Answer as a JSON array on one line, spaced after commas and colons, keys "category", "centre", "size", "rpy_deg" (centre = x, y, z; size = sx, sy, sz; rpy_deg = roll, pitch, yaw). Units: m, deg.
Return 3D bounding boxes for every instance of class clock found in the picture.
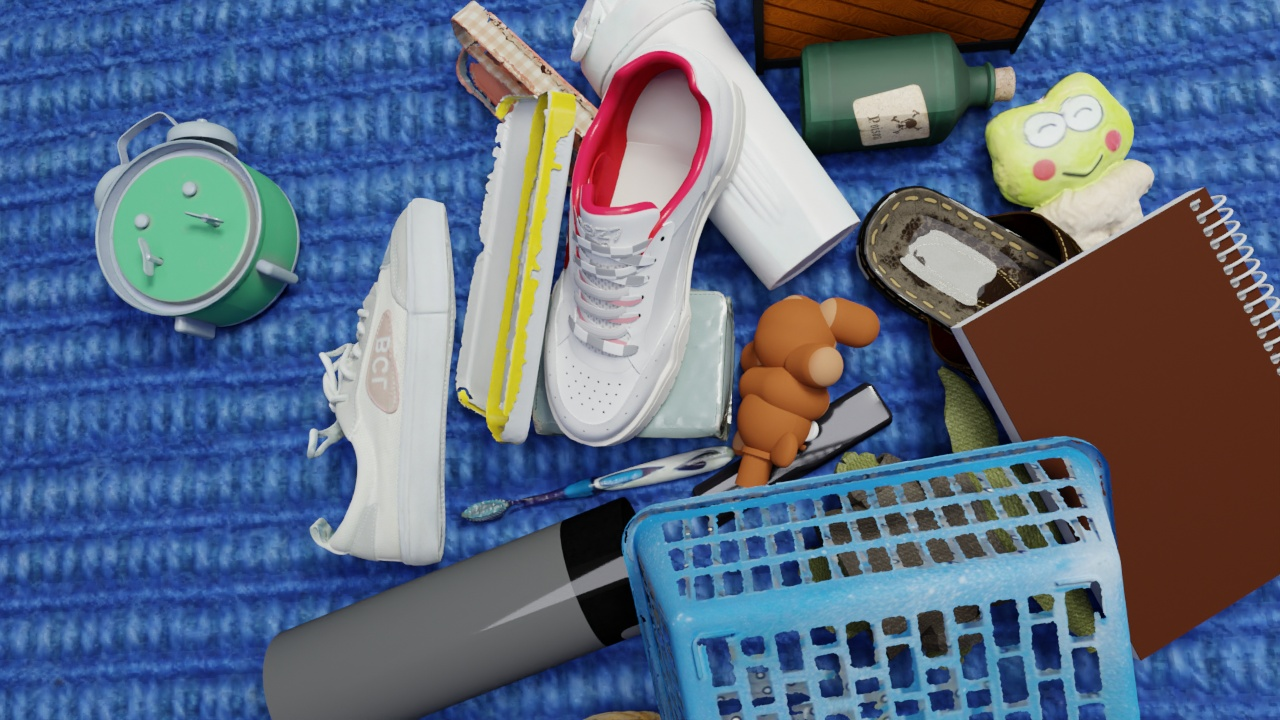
[{"category": "clock", "centre": [-0.320, -0.104, 0.645], "size": [0.122, 0.075, 0.161], "rpy_deg": [-33, 79, 3]}]

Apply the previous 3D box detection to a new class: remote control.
[{"category": "remote control", "centre": [0.098, 0.062, 0.596], "size": [0.136, 0.015, 0.032], "rpy_deg": [-32, 80, 3]}]

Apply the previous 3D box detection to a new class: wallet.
[{"category": "wallet", "centre": [-0.004, 0.004, 0.600], "size": [0.132, 0.054, 0.100], "rpy_deg": [2, 76, 11]}]

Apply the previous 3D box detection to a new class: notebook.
[{"category": "notebook", "centre": [0.297, 0.032, 0.512], "size": [0.171, 0.022, 0.209], "rpy_deg": [-29, 92, -5]}]

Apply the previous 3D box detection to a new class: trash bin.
[{"category": "trash bin", "centre": [0.154, -0.279, 0.565], "size": [0.172, 0.139, 0.139], "rpy_deg": [-2, 83, 8]}]

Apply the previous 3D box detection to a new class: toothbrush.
[{"category": "toothbrush", "centre": [-0.029, 0.083, 0.611], "size": [0.189, 0.017, 0.016], "rpy_deg": [-14, 74, 7]}]

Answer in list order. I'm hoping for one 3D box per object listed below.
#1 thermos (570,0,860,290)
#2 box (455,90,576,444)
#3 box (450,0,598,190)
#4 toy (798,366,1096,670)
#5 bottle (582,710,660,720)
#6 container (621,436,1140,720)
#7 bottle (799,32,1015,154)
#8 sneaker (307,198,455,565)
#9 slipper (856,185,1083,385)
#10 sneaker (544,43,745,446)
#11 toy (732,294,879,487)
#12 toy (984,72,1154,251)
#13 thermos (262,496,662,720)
[{"category": "thermos", "centre": [0.045, -0.153, 0.590], "size": [0.099, 0.099, 0.220], "rpy_deg": [-37, 83, 2]}, {"category": "box", "centre": [-0.080, -0.061, 0.572], "size": [0.036, 0.130, 0.210], "rpy_deg": [5, 101, -27]}, {"category": "box", "centre": [-0.059, -0.163, 0.619], "size": [0.042, 0.083, 0.187], "rpy_deg": [-43, 77, -12]}, {"category": "toy", "centre": [0.174, 0.110, 0.548], "size": [0.153, 0.078, 0.179], "rpy_deg": [-26, 83, 0]}, {"category": "bottle", "centre": [-0.009, 0.276, 0.565], "size": [0.056, 0.056, 0.105], "rpy_deg": [-5, 83, 7]}, {"category": "container", "centre": [0.144, 0.240, 0.477], "size": [0.257, 0.089, 0.362], "rpy_deg": [-11, 100, 7]}, {"category": "bottle", "centre": [0.170, -0.172, 0.590], "size": [0.131, 0.061, 0.061], "rpy_deg": [-3, 80, 8]}, {"category": "sneaker", "centre": [-0.170, 0.011, 0.600], "size": [0.090, 0.089, 0.242], "rpy_deg": [3, 87, -7]}, {"category": "slipper", "centre": [0.249, -0.016, 0.553], "size": [0.268, 0.075, 0.113], "rpy_deg": [40, 90, 11]}, {"category": "sneaker", "centre": [-0.012, -0.060, 0.516], "size": [0.090, 0.104, 0.237], "rpy_deg": [23, 100, 15]}, {"category": "toy", "centre": [0.094, 0.021, 0.570], "size": [0.065, 0.095, 0.127], "rpy_deg": [19, 85, -22]}, {"category": "toy", "centre": [0.274, -0.118, 0.578], "size": [0.092, 0.046, 0.115], "rpy_deg": [-27, 88, 1]}, {"category": "thermos", "centre": [-0.107, 0.168, 0.579], "size": [0.240, 0.082, 0.082], "rpy_deg": [-22, 81, 5]}]
